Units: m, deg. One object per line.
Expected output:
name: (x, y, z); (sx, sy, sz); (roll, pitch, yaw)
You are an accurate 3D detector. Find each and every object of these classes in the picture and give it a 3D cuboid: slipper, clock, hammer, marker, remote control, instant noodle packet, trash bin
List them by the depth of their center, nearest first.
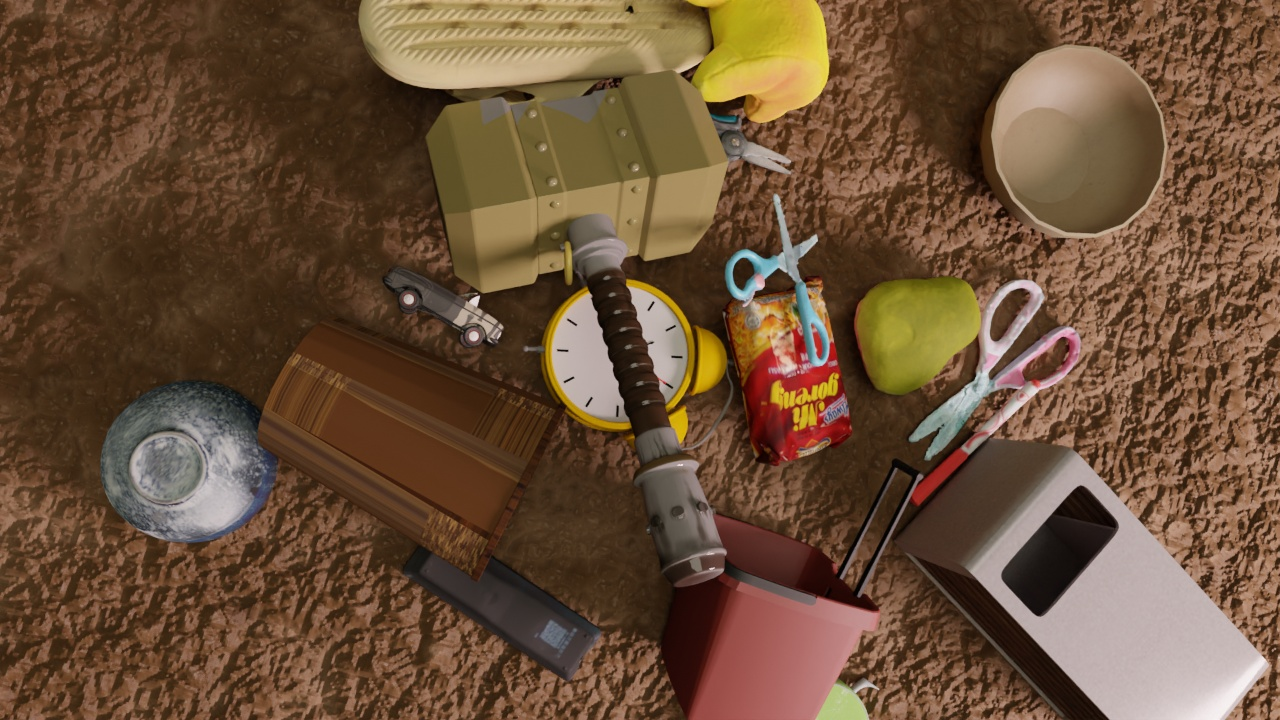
hammer: (-0.011, -0.018, 0.587); (0.190, 0.101, 0.324); (-13, 66, -11)
slipper: (-0.073, -0.228, 0.662); (0.261, 0.079, 0.111); (-11, 68, -25)
remote control: (-0.101, 0.178, 0.674); (0.150, 0.022, 0.047); (35, 83, -8)
clock: (-0.004, 0.004, 0.680); (0.152, 0.052, 0.113); (33, 84, -4)
instant noodle packet: (0.113, 0.007, 0.691); (0.098, 0.040, 0.135); (-11, 90, -41)
clock: (0.126, 0.284, 0.701); (0.094, 0.042, 0.119); (34, 84, -6)
trash bin: (0.330, 0.183, 0.701); (0.114, 0.114, 0.229); (-45, 96, -8)
marker: (0.269, 0.065, 0.738); (0.142, 0.013, 0.013); (-43, 96, -3)

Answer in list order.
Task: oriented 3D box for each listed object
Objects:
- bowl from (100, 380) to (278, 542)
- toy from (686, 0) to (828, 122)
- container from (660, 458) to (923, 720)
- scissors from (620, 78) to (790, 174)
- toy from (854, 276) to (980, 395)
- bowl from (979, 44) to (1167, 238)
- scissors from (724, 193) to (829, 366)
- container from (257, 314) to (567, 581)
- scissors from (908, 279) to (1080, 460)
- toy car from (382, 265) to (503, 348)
bowl: (-0.311, 0.071, 0.621); (0.114, 0.061, 0.114); (0, 90, -10)
toy: (0.088, -0.277, 0.660); (0.134, 0.088, 0.193); (10, 79, -50)
container: (0.098, 0.147, 0.646); (0.127, 0.148, 0.201); (20, 95, -10)
scissors: (0.043, -0.172, 0.706); (0.141, 0.019, 0.127); (-24, 87, -16)
toy: (0.220, -0.025, 0.719); (0.110, 0.051, 0.090); (-18, 94, -12)
bowl: (0.340, -0.171, 0.742); (0.152, 0.050, 0.152); (0, 89, -10)
scissors: (0.108, -0.052, 0.659); (0.134, 0.015, 0.133); (-36, 102, -43)
container: (-0.154, 0.052, 0.619); (0.167, 0.132, 0.132); (27, 84, -3)
scissors: (0.273, 0.006, 0.747); (0.178, 0.016, 0.103); (-35, 99, -6)
toy car: (-0.141, -0.040, 0.661); (0.092, 0.040, 0.037); (30, 81, -11)
